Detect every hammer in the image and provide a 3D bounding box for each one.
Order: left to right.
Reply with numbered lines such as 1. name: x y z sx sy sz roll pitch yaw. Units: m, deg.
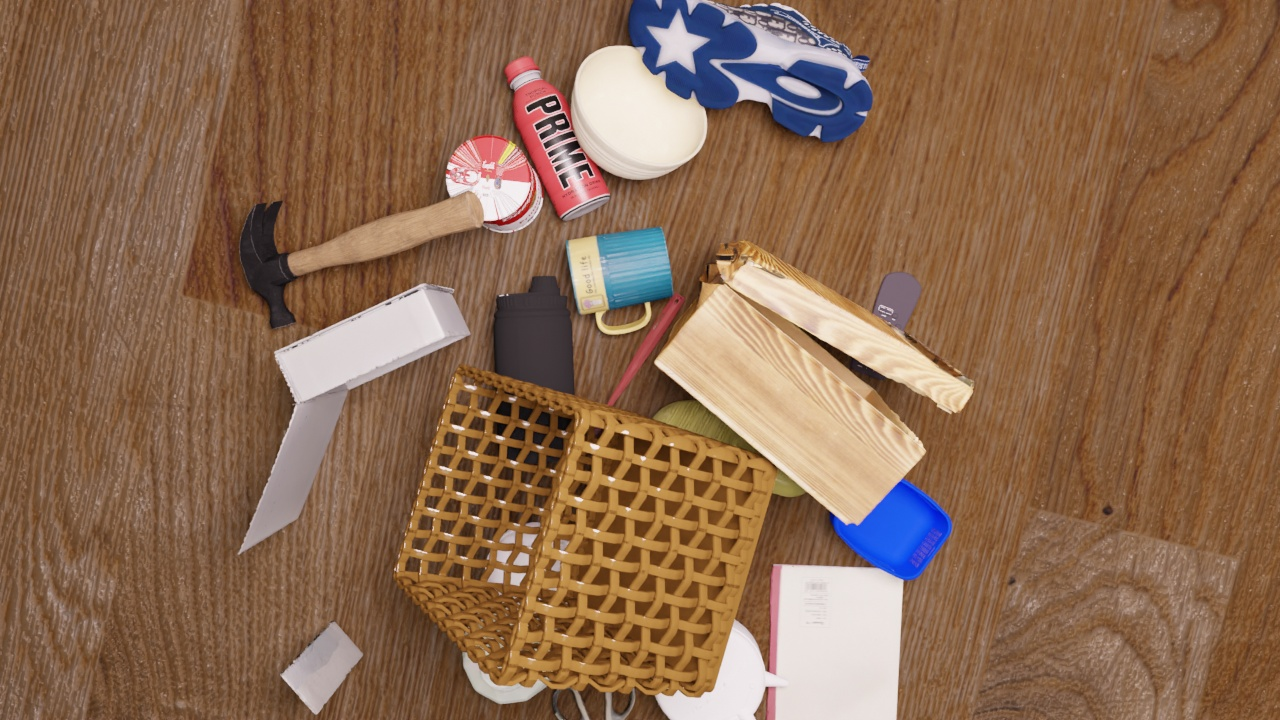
1. hammer: -0.297 -0.127 0.963 0.306 0.040 0.132 -11 100 26

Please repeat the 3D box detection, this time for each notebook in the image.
1. notebook: 0.222 0.340 1.055 0.153 0.012 0.209 2 92 1

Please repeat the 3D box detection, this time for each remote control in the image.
1. remote control: 0.279 -0.041 1.038 0.046 0.009 0.124 21 92 -1

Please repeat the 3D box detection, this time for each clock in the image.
1. clock: 0.074 0.349 1.023 0.161 0.073 0.125 44 93 0

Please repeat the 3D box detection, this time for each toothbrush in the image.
1. toothbrush: -0.006 0.006 1.039 0.016 0.016 0.190 33 92 0

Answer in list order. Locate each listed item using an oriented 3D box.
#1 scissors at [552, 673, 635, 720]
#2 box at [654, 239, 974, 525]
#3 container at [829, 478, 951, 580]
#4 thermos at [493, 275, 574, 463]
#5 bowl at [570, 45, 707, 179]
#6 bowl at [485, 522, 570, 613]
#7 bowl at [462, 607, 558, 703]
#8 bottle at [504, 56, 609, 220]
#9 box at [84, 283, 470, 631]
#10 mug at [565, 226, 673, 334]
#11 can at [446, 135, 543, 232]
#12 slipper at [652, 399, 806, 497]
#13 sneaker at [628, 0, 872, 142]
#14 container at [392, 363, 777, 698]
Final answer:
1. scissors: -0.051 0.434 1.059 0.154 0.012 0.163 26 92 -7
2. box: 0.150 -0.007 0.903 0.245 0.278 0.168 36 102 -1
3. container: 0.274 0.178 1.024 0.114 0.058 0.096 35 92 -1
4. thermos: -0.116 0.008 1.005 0.086 0.086 0.198 -2 92 0
5. bowl: -0.011 -0.253 0.987 0.150 0.076 0.150 10 64 -21
6. bowl: -0.118 0.233 1.031 0.105 0.054 0.105 0 90 1
7. bowl: -0.148 0.334 1.032 0.117 0.061 0.117 0 92 1
8. bottle: -0.097 -0.245 1.006 0.062 0.062 0.176 -25 92 1
9. box: -0.377 0.092 0.968 0.119 0.166 0.478 43 92 -2
10. mug: -0.020 -0.085 1.009 0.107 0.083 0.114 -11 114 -3
11. can: -0.153 -0.186 0.981 0.086 0.116 0.086 0 92 0
12. slipper: 0.099 0.109 1.019 0.190 0.091 0.082 19 132 9
13. sneaker: 0.121 -0.338 0.982 0.269 0.103 0.132 20 49 -3
14. container: -0.058 0.150 0.846 0.214 0.252 0.219 18 88 -34
